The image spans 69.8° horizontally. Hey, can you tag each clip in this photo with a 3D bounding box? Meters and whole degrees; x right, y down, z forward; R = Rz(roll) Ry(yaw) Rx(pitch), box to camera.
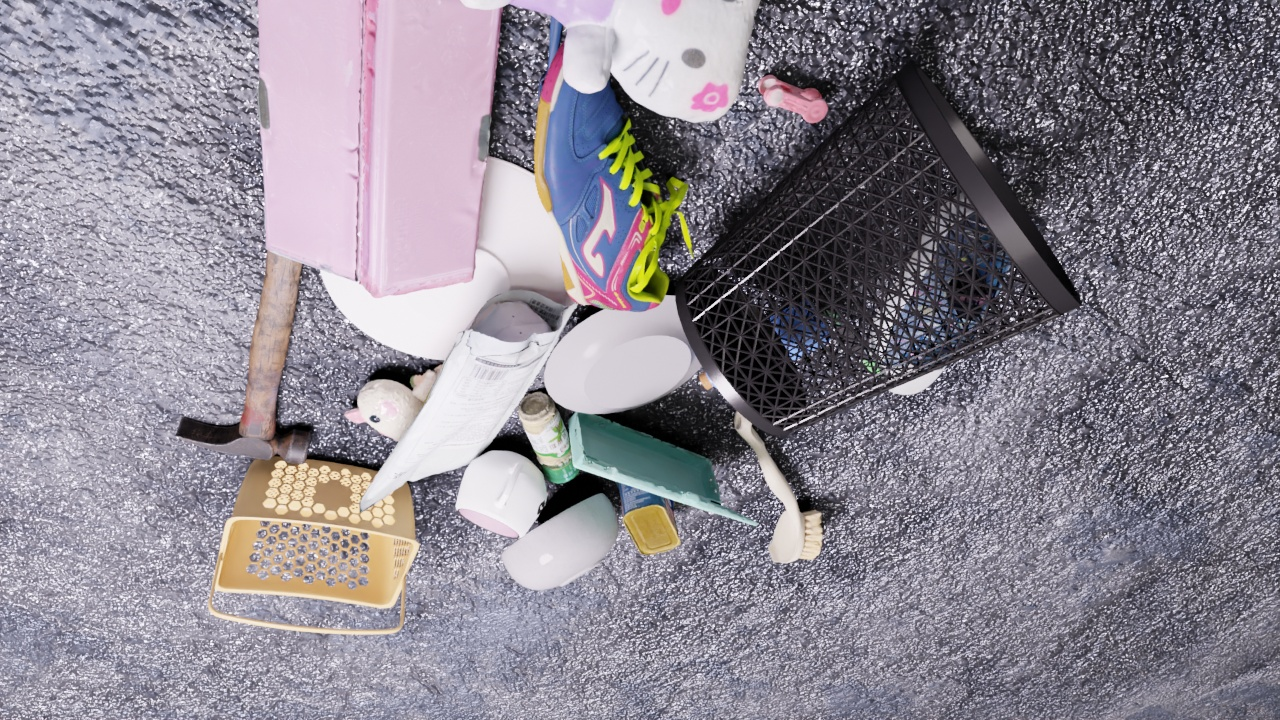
[{"bbox_3d":[0.119,-0.198,0.708,0.059,0.041,0.023,15,133,-19],"label":"clip"}]

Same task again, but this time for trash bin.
[{"bbox_3d":[0.172,-0.070,0.727,0.244,0.216,0.217,-35,131,26],"label":"trash bin"}]

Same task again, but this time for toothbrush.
[{"bbox_3d":[0.190,-0.034,0.879,0.014,0.017,0.188,-21,126,34],"label":"toothbrush"},{"bbox_3d":[-0.054,-0.258,0.631,0.016,0.017,0.190,2,134,-13],"label":"toothbrush"}]

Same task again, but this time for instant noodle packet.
[{"bbox_3d":[-0.164,0.043,0.853,0.146,0.057,0.270,-17,155,-45],"label":"instant noodle packet"}]

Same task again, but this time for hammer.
[{"bbox_3d":[-0.331,-0.027,0.804,0.120,0.033,0.331,12,131,-20],"label":"hammer"}]

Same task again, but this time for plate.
[{"bbox_3d":[-0.006,0.005,0.874,0.172,0.019,0.173,-15,145,-11],"label":"plate"},{"bbox_3d":[-0.158,-0.072,0.789,0.229,0.030,0.230,-5,135,-5],"label":"plate"}]

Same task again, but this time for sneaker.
[{"bbox_3d":[-0.016,-0.135,0.712,0.091,0.116,0.242,13,142,17],"label":"sneaker"},{"bbox_3d":[0.283,-0.042,0.865,0.087,0.079,0.236,-1,135,-11],"label":"sneaker"}]

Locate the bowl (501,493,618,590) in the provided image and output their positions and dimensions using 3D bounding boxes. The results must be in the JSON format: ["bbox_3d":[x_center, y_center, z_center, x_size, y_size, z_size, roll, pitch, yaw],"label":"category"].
[{"bbox_3d":[-0.081,0.209,1.014,0.131,0.064,0.132,-31,169,-7],"label":"bowl"}]

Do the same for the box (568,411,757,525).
[{"bbox_3d":[0.019,0.120,0.946,0.187,0.138,0.056,23,109,-29],"label":"box"}]

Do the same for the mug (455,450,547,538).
[{"bbox_3d":[-0.139,0.131,0.946,0.090,0.076,0.124,26,156,-7],"label":"mug"}]

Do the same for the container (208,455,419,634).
[{"bbox_3d":[-0.327,0.197,0.931,0.183,0.166,0.129,13,131,-22],"label":"container"}]

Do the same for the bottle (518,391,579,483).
[{"bbox_3d":[-0.094,0.080,0.947,0.043,0.042,0.110,-13,134,3],"label":"bottle"}]

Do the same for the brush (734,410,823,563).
[{"bbox_3d":[0.156,0.146,1.056,0.077,0.062,0.272,-29,130,-4],"label":"brush"}]

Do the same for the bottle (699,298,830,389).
[{"bbox_3d":[0.116,-0.009,0.890,0.131,0.048,0.048,-30,132,19],"label":"bottle"}]

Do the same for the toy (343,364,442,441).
[{"bbox_3d":[-0.231,0.047,0.887,0.112,0.050,0.087,-23,135,21],"label":"toy"}]

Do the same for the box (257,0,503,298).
[{"bbox_3d":[-0.189,-0.156,0.652,0.172,0.075,0.234,3,125,-13],"label":"box"}]

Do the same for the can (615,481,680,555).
[{"bbox_3d":[0.010,0.172,1.045,0.054,0.059,0.100,-17,136,7],"label":"can"}]

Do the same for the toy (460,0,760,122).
[{"bbox_3d":[-0.013,-0.239,0.591,0.209,0.085,0.138,17,105,-33],"label":"toy"}]
